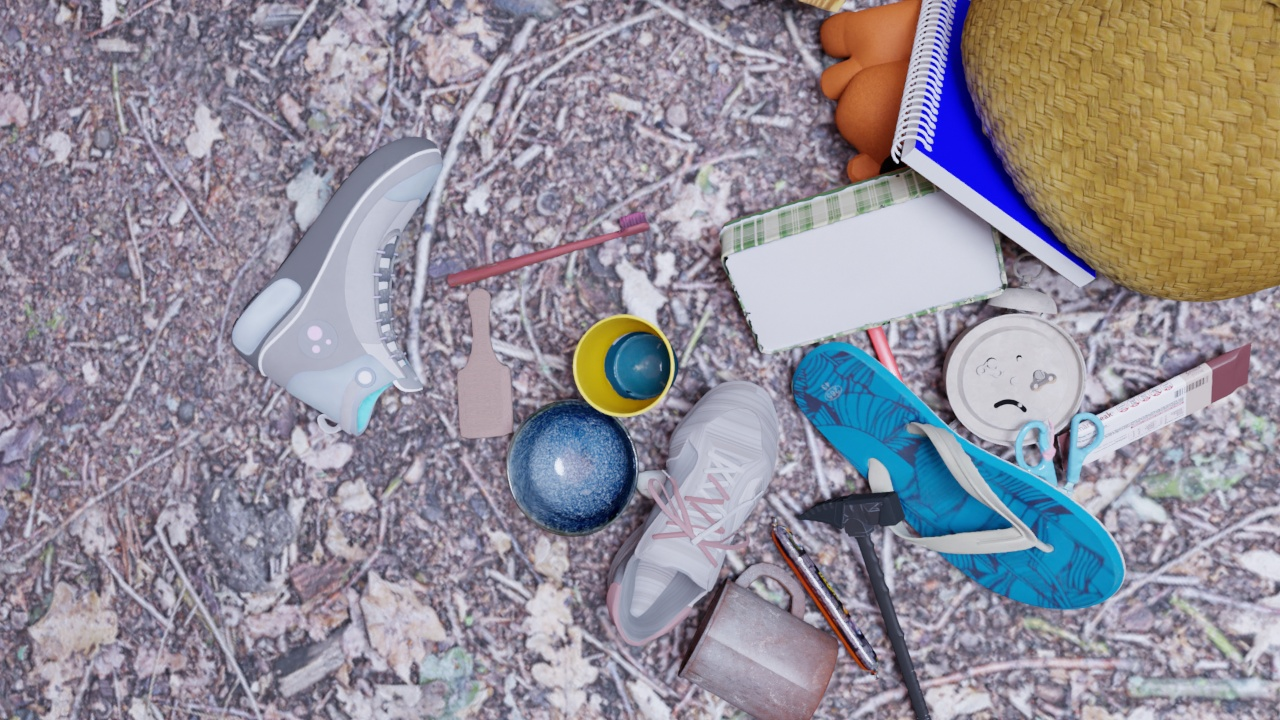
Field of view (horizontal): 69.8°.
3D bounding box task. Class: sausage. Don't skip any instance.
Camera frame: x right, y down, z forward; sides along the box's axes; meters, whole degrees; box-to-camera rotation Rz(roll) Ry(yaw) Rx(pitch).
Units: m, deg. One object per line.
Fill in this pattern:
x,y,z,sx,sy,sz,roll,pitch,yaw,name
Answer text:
0.154,0.198,0.769,0.020,0.020,0.155,-36,77,7,sausage

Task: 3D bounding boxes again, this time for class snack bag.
0.407,0.039,0.729,0.158,0.057,0.013,-29,44,8,snack bag

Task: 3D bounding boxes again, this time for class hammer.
0.218,0.265,0.757,0.095,0.015,0.325,-16,94,47,hammer

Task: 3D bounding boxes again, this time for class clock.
0.299,-0.008,0.738,0.103,0.061,0.157,8,98,7,clock

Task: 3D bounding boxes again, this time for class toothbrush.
0.203,-0.014,0.777,0.012,0.018,0.212,-21,83,8,toothbrush
-0.084,-0.099,0.821,0.190,0.016,0.016,-15,83,9,toothbrush

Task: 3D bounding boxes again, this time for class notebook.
0.266,-0.174,0.673,0.171,0.022,0.208,31,53,-13,notebook

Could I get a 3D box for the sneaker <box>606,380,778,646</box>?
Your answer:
0.043,0.131,0.729,0.099,0.089,0.236,23,107,-9,sneaker

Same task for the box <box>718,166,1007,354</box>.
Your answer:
0.173,-0.081,0.723,0.206,0.050,0.118,-16,128,20,box

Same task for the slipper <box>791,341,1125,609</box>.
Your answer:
0.235,0.102,0.725,0.295,0.060,0.118,41,132,10,slipper

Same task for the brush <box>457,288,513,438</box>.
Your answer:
-0.141,0.002,0.831,0.050,0.015,0.135,-5,83,8,brush

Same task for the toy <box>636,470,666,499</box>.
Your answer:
0.053,0.094,0.784,0.079,0.038,0.123,40,104,0,toy

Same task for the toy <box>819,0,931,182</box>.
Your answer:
0.205,-0.214,0.738,0.112,0.096,0.175,-8,66,8,toy

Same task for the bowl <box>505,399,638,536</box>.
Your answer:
-0.053,0.091,0.791,0.114,0.060,0.114,0,88,10,bowl

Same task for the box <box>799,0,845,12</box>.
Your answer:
0.047,-0.498,0.690,0.280,0.285,0.336,-58,39,38,box

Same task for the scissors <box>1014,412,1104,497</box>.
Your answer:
0.342,0.098,0.730,0.076,0.015,0.141,-23,119,2,scissors

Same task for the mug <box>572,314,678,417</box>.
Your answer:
-0.004,0.004,0.753,0.078,0.121,0.078,0,90,9,mug

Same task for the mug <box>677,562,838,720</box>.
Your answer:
0.104,0.231,0.760,0.110,0.096,0.122,30,64,3,mug

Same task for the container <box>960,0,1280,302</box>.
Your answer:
0.372,-0.188,0.607,0.307,0.306,0.197,55,140,6,container

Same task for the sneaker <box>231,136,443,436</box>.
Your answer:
-0.228,-0.061,0.814,0.160,0.093,0.257,42,94,-2,sneaker
